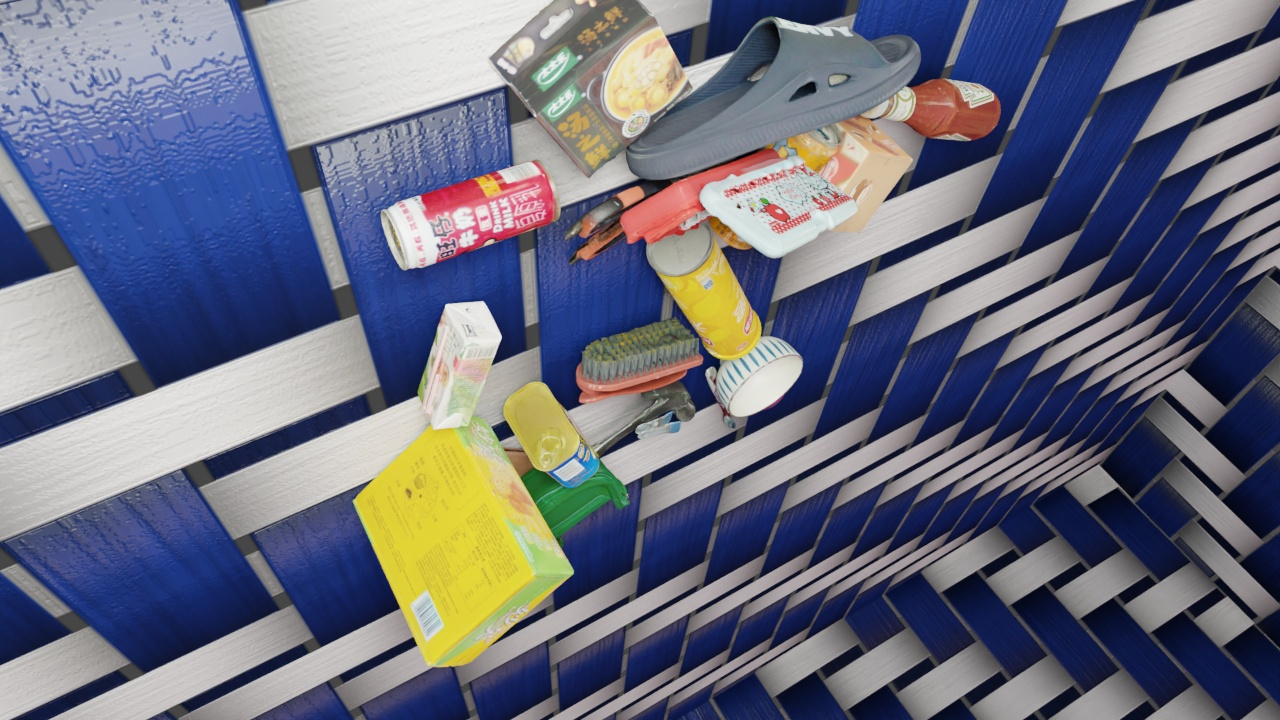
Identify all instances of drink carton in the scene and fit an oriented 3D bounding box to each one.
[{"bbox_3d":[-0.174,0.007,0.863,0.045,0.053,0.123,-5,138,-36],"label":"drink carton"}]

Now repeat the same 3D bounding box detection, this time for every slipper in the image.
[{"bbox_3d":[0.107,-0.231,0.754,0.268,0.110,0.083,-23,121,-6],"label":"slipper"}]

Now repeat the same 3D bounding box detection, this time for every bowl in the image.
[{"bbox_3d":[0.144,0.011,1.180,0.116,0.066,0.117,-26,150,-17],"label":"bowl"}]

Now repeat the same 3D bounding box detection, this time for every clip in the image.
[{"bbox_3d":[0.020,0.083,1.140,0.058,0.043,0.027,-18,148,-21],"label":"clip"}]

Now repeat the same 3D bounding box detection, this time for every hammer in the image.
[{"bbox_3d":[-0.077,0.125,1.152,0.323,0.032,0.126,-35,150,-1],"label":"hammer"}]

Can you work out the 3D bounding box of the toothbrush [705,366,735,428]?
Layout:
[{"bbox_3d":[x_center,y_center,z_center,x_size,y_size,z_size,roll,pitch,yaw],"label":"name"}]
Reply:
[{"bbox_3d":[0.111,0.054,1.256,0.016,0.017,0.188,-34,151,-4],"label":"toothbrush"}]

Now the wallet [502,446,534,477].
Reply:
[{"bbox_3d":[-0.182,0.137,1.066,0.115,0.020,0.101,12,126,-48],"label":"wallet"}]

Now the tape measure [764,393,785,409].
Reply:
[{"bbox_3d":[0.174,0.037,1.276,0.057,0.039,0.058,-2,131,-44],"label":"tape measure"}]

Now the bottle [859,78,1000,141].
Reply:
[{"bbox_3d":[0.299,-0.265,0.957,0.205,0.059,0.060,-7,140,-39],"label":"bottle"}]

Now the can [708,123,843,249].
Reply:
[{"bbox_3d":[0.128,-0.175,0.886,0.058,0.058,0.146,-5,147,-42],"label":"can"}]

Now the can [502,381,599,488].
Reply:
[{"bbox_3d":[-0.096,0.084,1.006,0.057,0.102,0.083,-35,153,-1],"label":"can"}]

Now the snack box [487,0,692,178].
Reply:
[{"bbox_3d":[-0.033,-0.217,0.700,0.113,0.053,0.125,-40,155,7],"label":"snack box"}]

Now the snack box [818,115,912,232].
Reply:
[{"bbox_3d":[0.194,-0.193,0.913,0.076,0.094,0.093,-4,138,-42],"label":"snack box"}]

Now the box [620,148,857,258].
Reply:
[{"bbox_3d":[0.088,-0.134,0.764,0.200,0.155,0.074,-33,127,-54],"label":"box"}]

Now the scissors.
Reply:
[{"bbox_3d":[0.014,-0.147,0.812,0.226,0.015,0.188,-34,178,18],"label":"scissors"}]

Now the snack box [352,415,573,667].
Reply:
[{"bbox_3d":[-0.185,0.179,0.939,0.158,0.210,0.070,-43,151,14],"label":"snack box"}]

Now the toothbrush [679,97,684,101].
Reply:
[{"bbox_3d":[0.083,-0.229,0.828,0.188,0.018,0.014,-9,131,-36],"label":"toothbrush"}]

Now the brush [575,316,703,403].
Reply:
[{"bbox_3d":[-0.006,0.006,1.023,0.145,0.063,0.069,-17,132,-27],"label":"brush"}]

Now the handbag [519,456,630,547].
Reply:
[{"bbox_3d":[-0.086,0.170,1.102,0.131,0.068,0.120,-37,138,5],"label":"handbag"}]

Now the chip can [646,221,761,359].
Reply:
[{"bbox_3d":[0.073,-0.073,0.984,0.072,0.072,0.213,-37,149,2],"label":"chip can"}]

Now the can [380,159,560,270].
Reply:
[{"bbox_3d":[-0.134,-0.116,0.729,0.132,0.053,0.053,-23,148,-21],"label":"can"}]
